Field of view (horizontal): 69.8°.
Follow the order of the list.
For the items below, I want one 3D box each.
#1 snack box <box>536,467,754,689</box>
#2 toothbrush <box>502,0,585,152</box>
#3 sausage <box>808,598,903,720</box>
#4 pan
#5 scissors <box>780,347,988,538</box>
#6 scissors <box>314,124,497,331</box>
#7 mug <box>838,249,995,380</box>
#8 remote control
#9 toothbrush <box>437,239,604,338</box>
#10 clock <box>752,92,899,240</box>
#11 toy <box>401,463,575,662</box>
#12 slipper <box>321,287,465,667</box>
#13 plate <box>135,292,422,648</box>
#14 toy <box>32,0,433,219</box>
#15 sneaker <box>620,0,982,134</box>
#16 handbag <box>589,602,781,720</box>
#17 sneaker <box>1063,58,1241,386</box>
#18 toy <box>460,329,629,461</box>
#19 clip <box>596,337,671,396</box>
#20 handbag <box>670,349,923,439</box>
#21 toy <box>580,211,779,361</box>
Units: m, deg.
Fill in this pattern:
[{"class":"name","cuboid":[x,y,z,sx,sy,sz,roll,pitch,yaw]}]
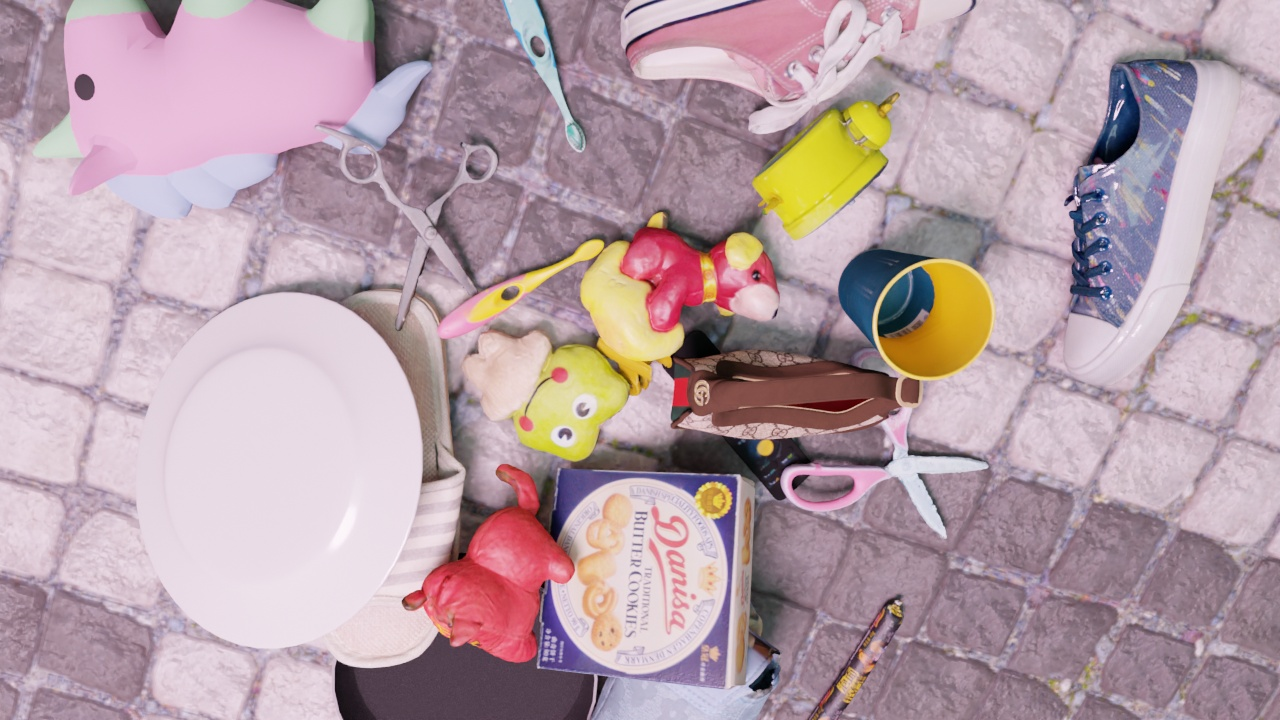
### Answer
[{"class":"snack box","cuboid":[0.005,0.151,0.655,0.145,0.042,0.144,-1,74,21]},{"class":"toothbrush","cuboid":[-0.067,-0.206,0.625,0.022,0.017,0.135,-21,105,6]},{"class":"sausage","cuboid":[0.176,0.263,0.763,0.020,0.020,0.155,27,102,-10]},{"class":"pan","cuboid":[-0.200,0.208,0.713,0.355,0.044,0.204,32,101,-11]},{"class":"scissors","cuboid":[0.193,0.063,0.709,0.170,0.014,0.168,1,98,-9]},{"class":"scissors","cuboid":[-0.153,-0.099,0.619,0.175,0.014,0.141,42,77,-43]},{"class":"mug","cuboid":[0.180,-0.039,0.630,0.078,0.121,0.078,-1,104,-3]},{"class":"remote control","cuboid":[0.074,0.043,0.698,0.041,0.020,0.152,-42,104,-5]},{"class":"toothbrush","cuboid":[-0.086,-0.052,0.658,0.135,0.016,0.021,-30,110,-2]},{"class":"clock","cuboid":[0.131,-0.135,0.623,0.119,0.083,0.057,-42,97,10]},{"class":"toy","cuboid":[-0.101,0.136,0.630,0.088,0.094,0.132,4,76,35]},{"class":"slipper","cuboid":[-0.183,0.083,0.654,0.114,0.054,0.272,3,89,-12]},{"class":"plate","cuboid":[-0.256,0.072,0.623,0.243,0.016,0.242,-3,82,20]},{"class":"toy","cuboid":[-0.254,-0.166,0.583,0.222,0.120,0.171,13,102,-14]},{"class":"sneaker","cuboid":[0.109,-0.208,0.593,0.241,0.118,0.088,-10,85,5]},{"class":"handbag","cuboid":[0.035,0.267,0.706,0.122,0.118,0.192,26,104,26]},{"class":"sneaker","cuboid":[0.338,-0.099,0.646,0.079,0.087,0.235,14,101,-1]},{"class":"toy","cuboid":[-0.073,0.020,0.671,0.118,0.043,0.092,32,111,-7]},{"class":"clip","cuboid":[-0.003,0.002,0.675,0.054,0.048,0.045,28,84,27]},{"class":"handbag","cuboid":[0.106,0.024,0.621,0.166,0.138,0.063,4,87,-22]},{"class":"toy","cuboid":[0.025,-0.056,0.649,0.137,0.067,0.105,-12,81,-2]}]
